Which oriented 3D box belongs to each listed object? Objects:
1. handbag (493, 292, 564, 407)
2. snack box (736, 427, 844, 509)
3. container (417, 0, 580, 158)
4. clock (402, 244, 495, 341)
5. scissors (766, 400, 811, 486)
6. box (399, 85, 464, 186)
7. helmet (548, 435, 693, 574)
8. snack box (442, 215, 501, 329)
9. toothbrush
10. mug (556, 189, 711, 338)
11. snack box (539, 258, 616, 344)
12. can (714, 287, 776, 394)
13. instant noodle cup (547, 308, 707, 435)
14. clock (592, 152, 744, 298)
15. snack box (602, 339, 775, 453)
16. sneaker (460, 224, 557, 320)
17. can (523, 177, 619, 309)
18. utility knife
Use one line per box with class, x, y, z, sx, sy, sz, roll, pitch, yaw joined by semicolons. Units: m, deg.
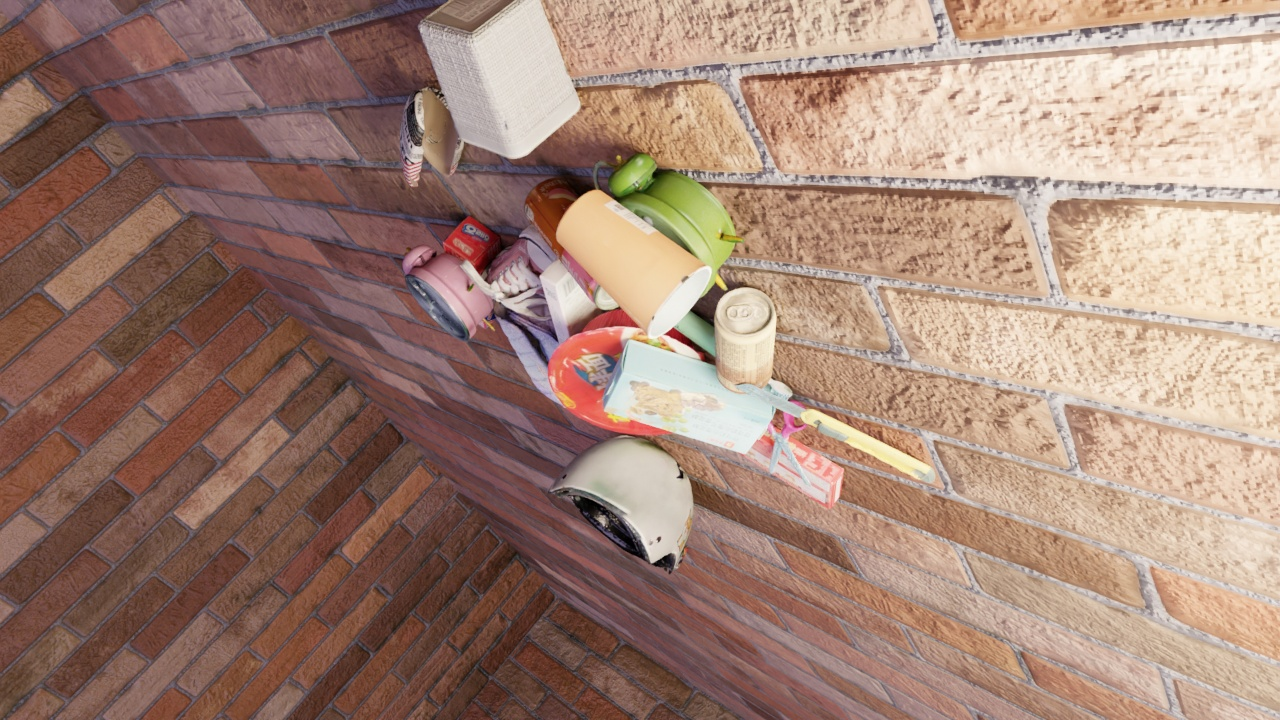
handbag;-0.122;-0.012;1.287;0.134;0.075;0.194;26;154;32
snack box;0.169;0.115;1.097;0.153;0.025;0.075;31;158;25
container;-0.122;-0.252;0.787;0.090;0.090;0.114;27;152;34
clock;-0.264;-0.095;1.226;0.158;0.059;0.117;30;156;30
scissors;0.160;0.083;1.028;0.133;0.017;0.130;58;147;2
box;-0.232;-0.256;1.042;0.164;0.083;0.075;138;120;-70
helmet;-0.009;0.205;1.412;0.230;0.156;0.274;32;168;19
snack box;-0.229;-0.119;1.287;0.058;0.057;0.208;35;158;10
toothbrush;0.070;-0.027;0.987;0.224;0.026;0.027;36;145;13
mug;-0.010;-0.087;0.784;0.123;0.078;0.078;42;160;13
snack box;-0.067;-0.075;1.049;0.027;0.084;0.157;32;158;20
can;0.102;-0.017;0.903;0.058;0.058;0.116;33;158;21
instant noodle cup;-0.006;0.006;1.055;0.194;0.065;0.194;7;140;6
clock;0.017;-0.126;0.838;0.161;0.056;0.116;37;158;11
snack box;0.052;0.041;0.991;0.175;0.051;0.074;18;139;-8
sneaker;-0.145;-0.103;1.125;0.118;0.087;0.241;48;160;-17
can;-0.060;-0.120;0.927;0.147;0.058;0.058;52;166;28
utility knife;0.196;0.069;0.913;0.220;0.022;0.031;30;146;3
